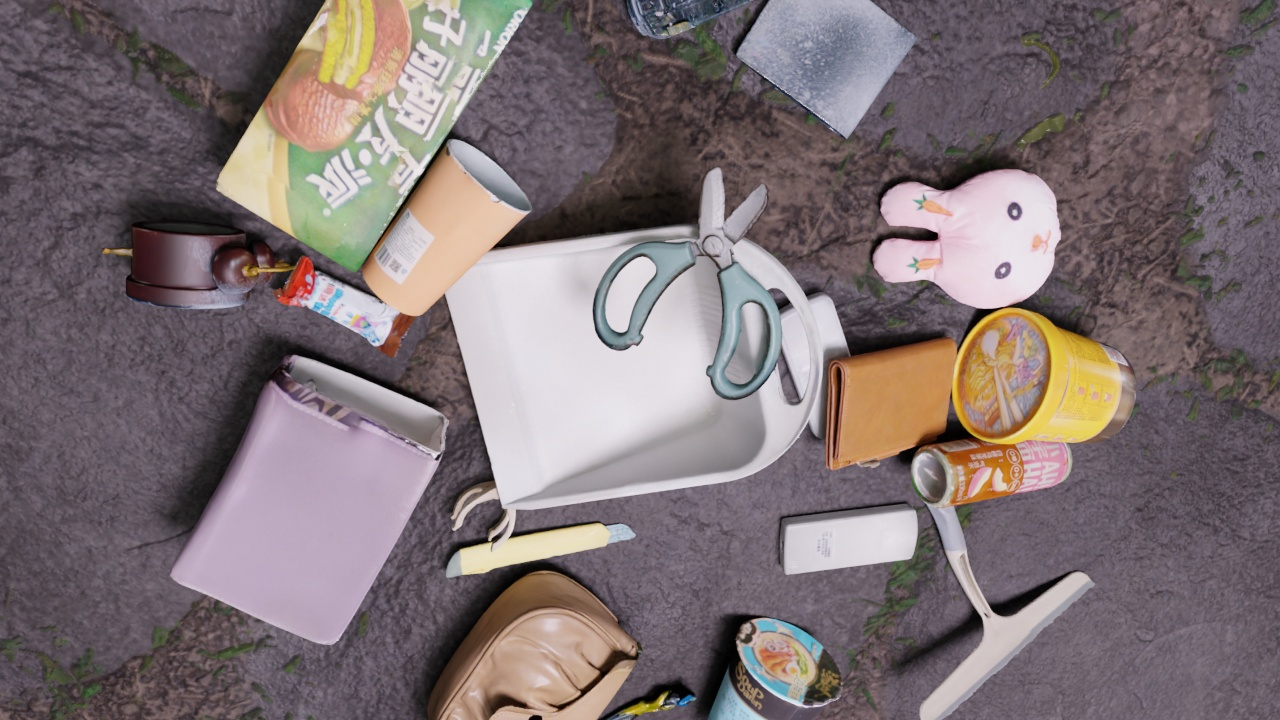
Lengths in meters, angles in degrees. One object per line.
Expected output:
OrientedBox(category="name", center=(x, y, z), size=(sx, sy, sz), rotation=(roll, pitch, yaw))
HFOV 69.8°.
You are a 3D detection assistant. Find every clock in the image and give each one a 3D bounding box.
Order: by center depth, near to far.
OrientedBox(category="clock", center=(-0.316, -0.070, 0.670), size=(0.122, 0.082, 0.055), rotation=(5, 102, -6))

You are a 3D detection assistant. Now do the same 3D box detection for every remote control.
OrientedBox(category="remote control", center=(0.161, 0.006, 0.819), size=(0.056, 0.020, 0.136), rotation=(-25, 114, 0))
OrientedBox(category="remote control", center=(0.201, 0.172, 0.887), size=(0.135, 0.019, 0.056), rotation=(-6, 110, -9))

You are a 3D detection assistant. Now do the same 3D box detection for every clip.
OrientedBox(category="clip", center=(-0.114, 0.125, 0.805), size=(0.104, 0.035, 0.089), rotation=(-34, 108, -6))

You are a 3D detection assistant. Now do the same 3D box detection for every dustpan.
OrientedBox(category="dustpan", center=(-0.004, 0.004, 0.712), size=(0.257, 0.142, 0.223), rotation=(-15, 103, -9))

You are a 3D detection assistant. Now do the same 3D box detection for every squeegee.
OrientedBox(category="squeegee", center=(0.316, 0.190, 0.906), size=(0.246, 0.039, 0.246), rotation=(-32, 107, -18))

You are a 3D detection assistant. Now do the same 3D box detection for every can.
OrientedBox(category="can", center=(0.324, 0.098, 0.847), size=(0.147, 0.058, 0.058), rotation=(-6, 111, -23))

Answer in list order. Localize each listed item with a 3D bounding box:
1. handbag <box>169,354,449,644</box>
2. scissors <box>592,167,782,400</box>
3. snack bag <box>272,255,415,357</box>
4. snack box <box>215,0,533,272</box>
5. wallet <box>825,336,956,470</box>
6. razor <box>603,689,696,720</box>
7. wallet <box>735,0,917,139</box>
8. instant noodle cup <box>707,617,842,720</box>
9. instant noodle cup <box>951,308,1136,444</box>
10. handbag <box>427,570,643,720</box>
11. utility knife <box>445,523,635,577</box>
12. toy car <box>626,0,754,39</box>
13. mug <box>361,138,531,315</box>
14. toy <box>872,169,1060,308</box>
OrientedBox(category="handbag", center=(-0.262, 0.109, 0.736), size=(0.145, 0.098, 0.197), rotation=(27, 104, -20))
OrientedBox(category="scissors", center=(0.028, -0.055, 0.669), size=(0.177, 0.019, 0.175), rotation=(1, 108, 18))
OrientedBox(category="snack bag", center=(-0.232, -0.043, 0.725), size=(0.105, 0.026, 0.045), rotation=(28, 99, -21))
OrientedBox(category="snack box", center=(-0.190, -0.193, 0.659), size=(0.114, 0.063, 0.240), rotation=(33, 100, -20))
OrientedBox(category="wallet", center=(0.224, 0.039, 0.822), size=(0.131, 0.031, 0.108), rotation=(-11, 113, -25))
OrientedBox(category="razor", center=(-0.014, 0.357, 0.914), size=(0.143, 0.022, 0.043), rotation=(-24, 156, 2))
OrientedBox(category="wallet", center=(0.147, -0.249, 0.728), size=(0.121, 0.019, 0.097), rotation=(31, 99, -18))
OrientedBox(category="instant noodle cup", center=(0.119, 0.332, 0.891), size=(0.111, 0.111, 0.121), rotation=(16, 114, -16))
OrientedBox(category="instant noodle cup", center=(0.362, 0.021, 0.816), size=(0.114, 0.118, 0.118), rotation=(10, 107, -21))
OrientedBox(category="handbag", center=(-0.099, 0.300, 0.834), size=(0.147, 0.099, 0.205), rotation=(28, 106, -22))
OrientedBox(category="utility knife", center=(-0.090, 0.171, 0.833), size=(0.175, 0.019, 0.031), rotation=(-7, 115, -7))
OrientedBox(category="toy car", center=(0.047, -0.283, 0.687), size=(0.120, 0.037, 0.054), rotation=(-26, 112, -11))
OrientedBox(category="mug", center=(-0.151, -0.095, 0.693), size=(0.078, 0.078, 0.123), rotation=(38, 107, -20))
OrientedBox(category="toy", center=(0.282, -0.104, 0.788), size=(0.159, 0.054, 0.121), rotation=(1, 109, -3))
